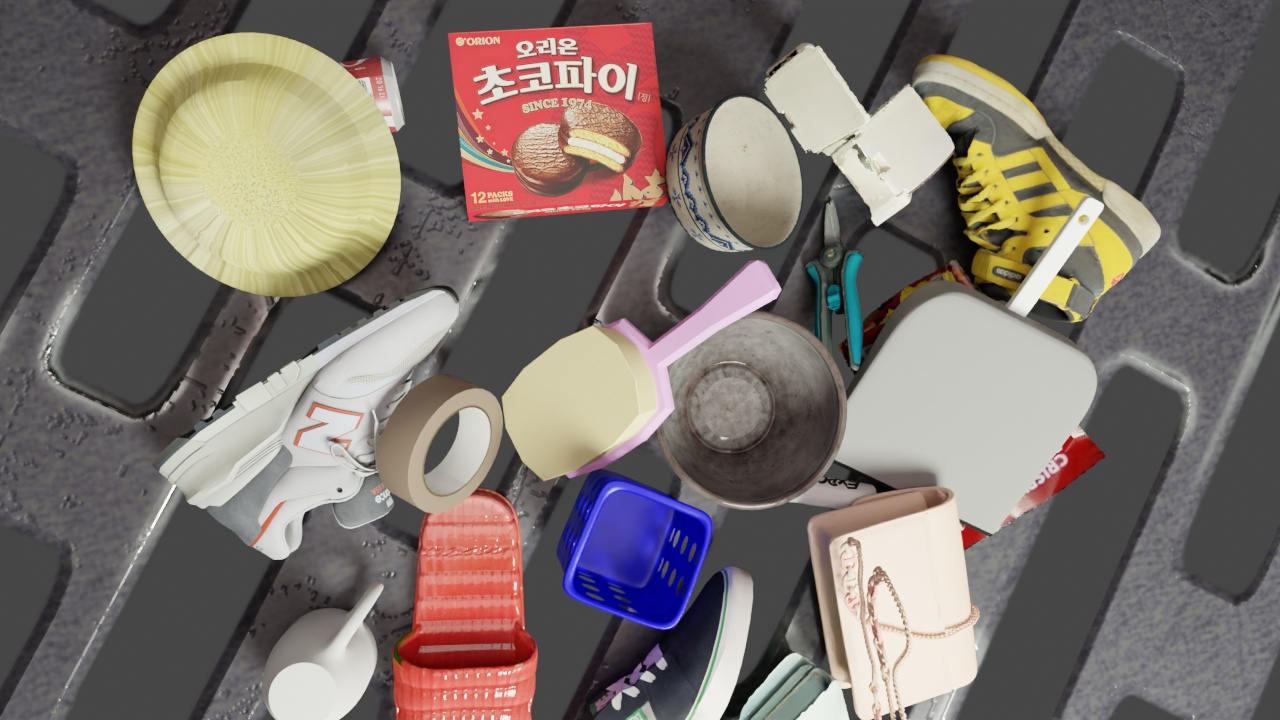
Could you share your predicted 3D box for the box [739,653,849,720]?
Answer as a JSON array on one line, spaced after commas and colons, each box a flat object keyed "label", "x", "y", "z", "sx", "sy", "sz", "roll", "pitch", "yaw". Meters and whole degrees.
[{"label": "box", "x": 0.072, "y": 0.300, "z": 0.654, "sx": 0.198, "sy": 0.086, "sz": 0.072, "roll": -36, "pitch": 65, "yaw": -26}]

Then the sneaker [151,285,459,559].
[{"label": "sneaker", "x": -0.209, "y": 0.053, "z": 0.655, "sx": 0.240, "sy": 0.089, "sz": 0.124, "roll": -31, "pitch": 98, "yaw": 1}]

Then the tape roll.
[{"label": "tape roll", "x": -0.139, "y": 0.058, "z": 0.645, "sx": 0.030, "sy": 0.093, "sz": 0.093, "roll": 22, "pitch": 84, "yaw": 27}]

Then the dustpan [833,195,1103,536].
[{"label": "dustpan", "x": 0.264, "y": -0.004, "z": 0.686, "sx": 0.163, "sy": 0.033, "sz": 0.258, "roll": 25, "pitch": 113, "yaw": -7}]

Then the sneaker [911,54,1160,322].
[{"label": "sneaker", "x": 0.284, "y": -0.124, "z": 0.725, "sx": 0.238, "sy": 0.086, "sz": 0.122, "roll": 37, "pitch": 85, "yaw": -4}]

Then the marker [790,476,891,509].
[{"label": "marker", "x": 0.160, "y": 0.107, "z": 0.732, "sx": 0.126, "sy": 0.025, "sz": 0.025, "roll": 10, "pitch": 87, "yaw": -8}]

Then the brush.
[{"label": "brush", "x": -0.004, "y": 0.004, "z": 0.636, "sx": 0.229, "sy": 0.043, "sz": 0.089, "roll": -36, "pitch": 75, "yaw": 29}]

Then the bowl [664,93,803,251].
[{"label": "bowl", "x": 0.064, "y": -0.135, "z": 0.692, "sx": 0.115, "sy": 0.059, "sz": 0.115, "roll": 7, "pitch": 80, "yaw": -43}]

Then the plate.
[{"label": "plate", "x": -0.263, "y": -0.128, "z": 0.633, "sx": 0.184, "sy": 0.036, "sz": 0.184, "roll": -1, "pitch": 111, "yaw": -2}]

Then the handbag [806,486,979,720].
[{"label": "handbag", "x": 0.210, "y": 0.203, "z": 0.651, "sx": 0.116, "sy": 0.187, "sz": 0.199, "roll": -12, "pitch": 102, "yaw": -7}]

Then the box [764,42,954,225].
[{"label": "box", "x": 0.158, "y": -0.170, "z": 0.655, "sx": 0.081, "sy": 0.181, "sz": 0.143, "roll": -36, "pitch": 99, "yaw": 25}]

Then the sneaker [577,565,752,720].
[{"label": "sneaker", "x": 0.006, "y": 0.252, "z": 0.678, "sx": 0.079, "sy": 0.084, "sz": 0.235, "roll": 28, "pitch": 88, "yaw": -7}]

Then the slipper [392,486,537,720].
[{"label": "slipper", "x": -0.128, "y": 0.219, "z": 0.670, "sx": 0.103, "sy": 0.059, "sz": 0.248, "roll": 4, "pitch": 87, "yaw": -8}]

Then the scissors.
[{"label": "scissors", "x": 0.159, "y": -0.058, "z": 0.717, "sx": 0.019, "sy": 0.135, "sz": 0.130, "roll": 26, "pitch": 103, "yaw": -49}]

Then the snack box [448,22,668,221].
[{"label": "snack box", "x": -0.062, "y": -0.181, "z": 0.700, "sx": 0.152, "sy": 0.036, "sz": 0.132, "roll": -6, "pitch": 90, "yaw": -9}]

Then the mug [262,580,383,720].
[{"label": "mug", "x": -0.216, "y": 0.204, "z": 0.641, "sx": 0.071, "sy": 0.089, "sz": 0.107, "roll": 35, "pitch": 84, "yaw": -6}]

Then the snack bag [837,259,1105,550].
[{"label": "snack bag", "x": 0.261, "y": 0.037, "z": 0.731, "sx": 0.139, "sy": 0.066, "sz": 0.208, "roll": -37, "pitch": 95, "yaw": -1}]

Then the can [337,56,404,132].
[{"label": "can", "x": -0.225, "y": -0.187, "z": 0.667, "sx": 0.096, "sy": 0.054, "sz": 0.054, "roll": -12, "pitch": 90, "yaw": -9}]

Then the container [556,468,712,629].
[{"label": "container", "x": -0.009, "y": 0.130, "z": 0.661, "sx": 0.084, "sy": 0.114, "sz": 0.085, "roll": 23, "pitch": 85, "yaw": -7}]

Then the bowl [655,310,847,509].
[{"label": "bowl", "x": 0.076, "y": 0.037, "z": 0.699, "sx": 0.145, "sy": 0.067, "sz": 0.145, "roll": 0, "pitch": 89, "yaw": -8}]
